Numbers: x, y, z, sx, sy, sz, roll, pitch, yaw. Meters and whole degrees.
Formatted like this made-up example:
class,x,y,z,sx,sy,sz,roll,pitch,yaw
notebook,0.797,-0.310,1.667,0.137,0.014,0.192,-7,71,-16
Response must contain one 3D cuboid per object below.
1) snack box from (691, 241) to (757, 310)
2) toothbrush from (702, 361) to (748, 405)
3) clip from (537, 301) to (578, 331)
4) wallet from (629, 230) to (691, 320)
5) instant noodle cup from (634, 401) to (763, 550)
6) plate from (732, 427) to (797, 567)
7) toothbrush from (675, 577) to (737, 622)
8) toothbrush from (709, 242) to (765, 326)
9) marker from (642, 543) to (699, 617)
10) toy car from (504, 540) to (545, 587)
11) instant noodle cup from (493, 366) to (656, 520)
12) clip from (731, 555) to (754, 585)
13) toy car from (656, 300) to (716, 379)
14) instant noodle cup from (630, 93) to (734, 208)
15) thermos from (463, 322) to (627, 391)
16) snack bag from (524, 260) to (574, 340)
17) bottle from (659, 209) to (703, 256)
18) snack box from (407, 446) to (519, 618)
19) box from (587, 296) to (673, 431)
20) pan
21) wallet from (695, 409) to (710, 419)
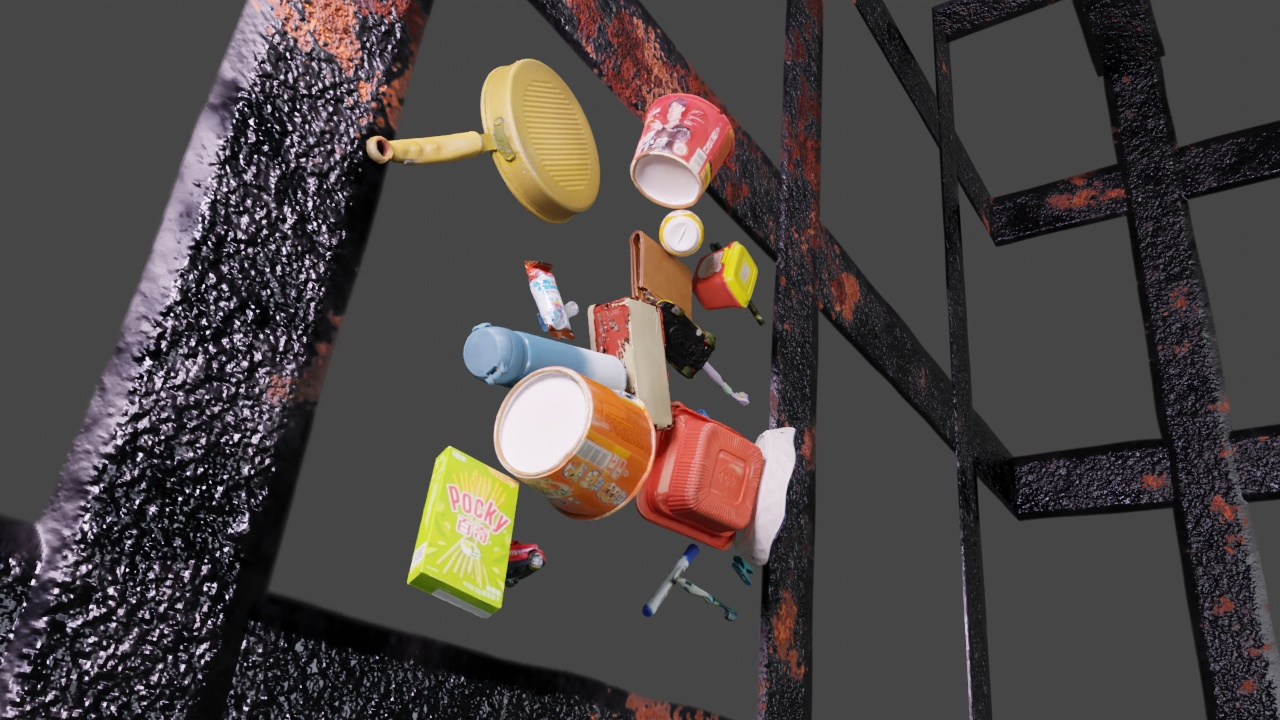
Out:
class,x,y,z,sx,sy,sz,roll,pitch,yaw
snack box,0.126,-0.126,1.400,0.082,0.080,0.091,53,41,-33
toothbrush,0.109,0.016,1.386,0.021,0.029,0.189,-51,130,-4
clip,-0.098,-0.053,1.100,0.056,0.028,0.024,-28,98,-46
wallet,0.031,-0.110,1.300,0.131,0.031,0.107,30,52,-48
instant noodle cup,0.090,0.153,1.215,0.188,0.079,0.164,27,69,-34
plate,0.175,0.191,1.312,0.205,0.045,0.205,22,82,-88
toothbrush,0.091,0.326,1.246,0.191,0.016,0.018,43,58,-49
toothbrush,0.163,-0.124,1.512,0.186,0.017,0.012,53,34,-33
marker,0.040,0.285,1.198,0.145,0.017,0.017,-41,113,-53
toy car,-0.148,0.201,0.913,0.120,0.053,0.045,12,49,-49
instant noodle cup,-0.074,0.081,0.964,0.111,0.152,0.151,38,50,-51
clip,0.151,0.310,1.357,0.056,0.014,0.041,50,42,-34
toy car,0.051,-0.032,1.277,0.071,0.041,0.156,-55,136,-4
instant noodle cup,0.053,-0.293,1.309,0.138,0.138,0.108,49,51,-35
thermos,-0.104,0.006,1.034,0.220,0.070,0.070,16,66,-53
snack bag,-0.107,-0.069,1.073,0.045,0.026,0.105,10,55,-58
bottle,0.060,-0.186,1.324,0.108,0.063,0.063,-78,148,-75
snack box,-0.164,0.159,0.866,0.085,0.026,0.156,33,32,-23
box,-0.007,0.007,1.163,0.091,0.079,0.168,9,71,-55
pan,-0.164,-0.246,1.045,0.356,0.078,0.197,-23,96,-63
wallet,0.106,0.150,1.321,0.133,0.040,0.106,53,38,-27
